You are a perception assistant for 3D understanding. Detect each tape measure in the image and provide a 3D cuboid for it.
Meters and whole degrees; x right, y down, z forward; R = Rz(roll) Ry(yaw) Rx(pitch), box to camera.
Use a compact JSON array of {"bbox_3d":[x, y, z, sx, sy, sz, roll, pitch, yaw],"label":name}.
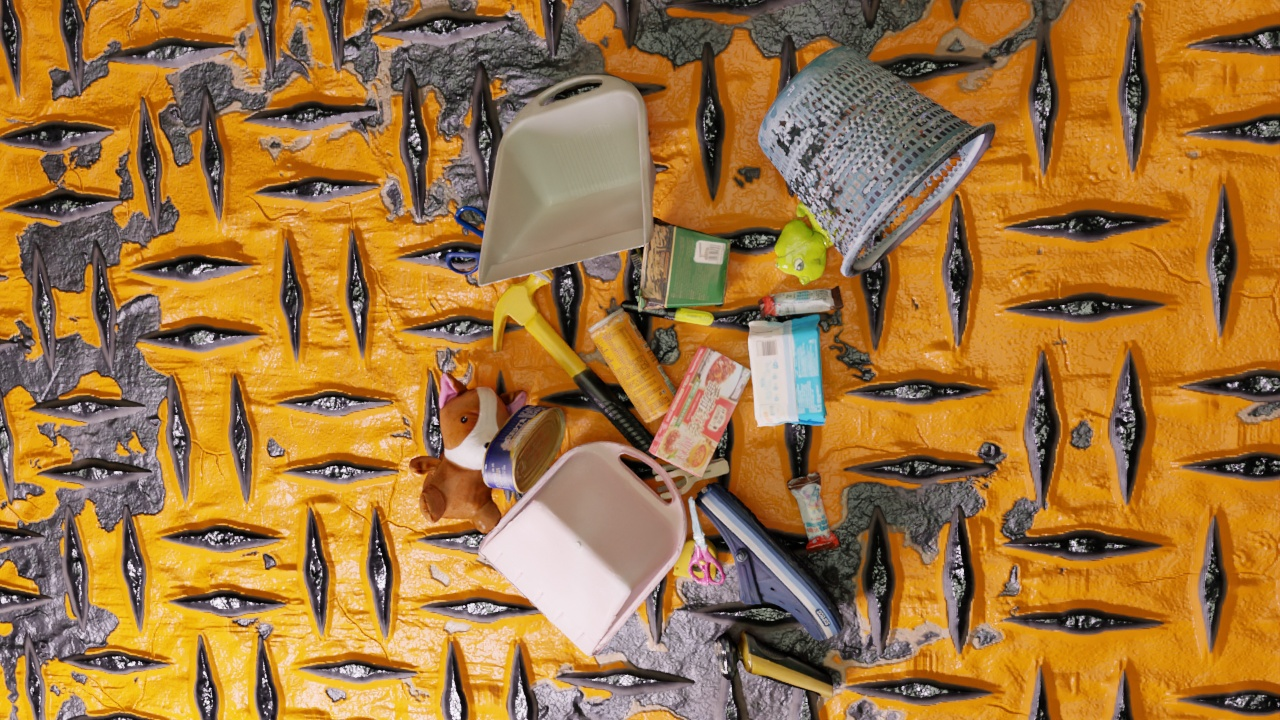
[{"bbox_3d":[0.075,0.266,1.228,0.060,0.029,0.057,7,98,8],"label":"tape measure"}]

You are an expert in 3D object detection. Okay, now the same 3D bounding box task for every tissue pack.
[{"bbox_3d":[0.187,0.016,1.159,0.090,0.063,0.140,-5,94,12],"label":"tissue pack"}]

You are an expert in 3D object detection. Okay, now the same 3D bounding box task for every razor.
[{"bbox_3d":[0.176,0.410,1.218,0.167,0.062,0.067,20,68,1],"label":"razor"}]

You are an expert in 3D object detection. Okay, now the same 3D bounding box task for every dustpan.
[{"bbox_3d":[-0.062,0.240,1.226,0.222,0.138,0.274,44,140,5],"label":"dustpan"},{"bbox_3d":[-0.089,-0.233,1.101,0.223,0.257,0.143,-11,120,21],"label":"dustpan"}]

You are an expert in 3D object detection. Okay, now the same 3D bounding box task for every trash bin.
[{"bbox_3d":[0.253,-0.243,1.055,0.227,0.226,0.195,-45,75,12],"label":"trash bin"}]

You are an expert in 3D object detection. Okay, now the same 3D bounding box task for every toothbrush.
[{"bbox_3d":[-0.035,-0.206,1.196,0.017,0.012,0.186,-23,93,22],"label":"toothbrush"}]

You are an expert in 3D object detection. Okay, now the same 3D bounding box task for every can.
[{"bbox_3d":[-0.007,0.007,1.194,0.058,0.058,0.146,-32,91,12],"label":"can"},{"bbox_3d":[-0.149,0.111,1.187,0.049,0.147,0.075,5,122,21],"label":"can"}]

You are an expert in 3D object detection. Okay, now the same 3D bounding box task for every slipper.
[{"bbox_3d":[0.154,0.268,1.174,0.095,0.105,0.253,-43,86,5],"label":"slipper"}]

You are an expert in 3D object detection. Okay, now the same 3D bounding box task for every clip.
[{"bbox_3d":[0.061,0.154,1.198,0.102,0.094,0.035,-11,95,22],"label":"clip"}]

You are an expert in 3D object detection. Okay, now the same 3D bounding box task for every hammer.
[{"bbox_3d":[-0.080,0.018,1.221,0.129,0.032,0.300,-43,88,12],"label":"hammer"}]

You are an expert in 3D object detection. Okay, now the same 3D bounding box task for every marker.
[{"bbox_3d":[0.034,-0.063,1.200,0.124,0.015,0.018,10,93,10],"label":"marker"}]

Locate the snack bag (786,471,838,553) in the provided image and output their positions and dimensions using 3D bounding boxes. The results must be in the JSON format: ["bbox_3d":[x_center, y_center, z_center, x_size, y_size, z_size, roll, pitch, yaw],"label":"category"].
[{"bbox_3d":[0.225,0.199,1.195,0.045,0.026,0.105,-16,92,14],"label":"snack bag"}]

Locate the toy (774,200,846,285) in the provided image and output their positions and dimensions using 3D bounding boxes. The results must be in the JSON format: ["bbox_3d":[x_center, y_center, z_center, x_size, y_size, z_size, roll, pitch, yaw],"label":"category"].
[{"bbox_3d":[0.210,-0.150,1.151,0.100,0.031,0.096,-28,88,8],"label":"toy"}]

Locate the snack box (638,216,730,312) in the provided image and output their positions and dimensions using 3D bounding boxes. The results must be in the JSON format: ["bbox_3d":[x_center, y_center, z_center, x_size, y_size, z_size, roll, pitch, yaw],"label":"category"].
[{"bbox_3d":[0.058,-0.116,1.140,0.105,0.117,0.118,6,97,5],"label":"snack box"}]

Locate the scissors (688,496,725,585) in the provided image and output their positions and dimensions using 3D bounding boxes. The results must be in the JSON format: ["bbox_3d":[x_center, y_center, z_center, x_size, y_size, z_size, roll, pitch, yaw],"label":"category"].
[{"bbox_3d":[0.077,0.234,1.182,0.054,0.017,0.133,0,113,31],"label":"scissors"}]

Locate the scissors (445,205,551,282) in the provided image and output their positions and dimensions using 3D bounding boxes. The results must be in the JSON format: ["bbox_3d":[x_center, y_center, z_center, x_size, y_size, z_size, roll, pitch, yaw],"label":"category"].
[{"bbox_3d":[-0.188,-0.152,1.212,0.166,0.012,0.155,-20,85,23],"label":"scissors"}]

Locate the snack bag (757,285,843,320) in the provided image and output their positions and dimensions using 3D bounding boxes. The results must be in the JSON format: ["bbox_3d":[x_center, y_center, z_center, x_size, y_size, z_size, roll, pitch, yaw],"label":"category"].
[{"bbox_3d":[0.201,-0.073,1.157,0.104,0.048,0.026,-6,129,7],"label":"snack bag"}]

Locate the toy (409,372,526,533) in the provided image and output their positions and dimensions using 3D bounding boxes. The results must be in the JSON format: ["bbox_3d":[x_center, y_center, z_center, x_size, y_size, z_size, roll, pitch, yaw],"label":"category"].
[{"bbox_3d":[-0.227,0.123,1.218,0.140,0.131,0.199,16,90,-30],"label":"toy"}]

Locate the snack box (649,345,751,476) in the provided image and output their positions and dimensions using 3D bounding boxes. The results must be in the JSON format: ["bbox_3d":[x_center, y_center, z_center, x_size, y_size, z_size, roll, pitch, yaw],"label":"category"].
[{"bbox_3d":[0.077,0.065,1.169,0.075,0.025,0.153,28,85,-22],"label":"snack box"}]
